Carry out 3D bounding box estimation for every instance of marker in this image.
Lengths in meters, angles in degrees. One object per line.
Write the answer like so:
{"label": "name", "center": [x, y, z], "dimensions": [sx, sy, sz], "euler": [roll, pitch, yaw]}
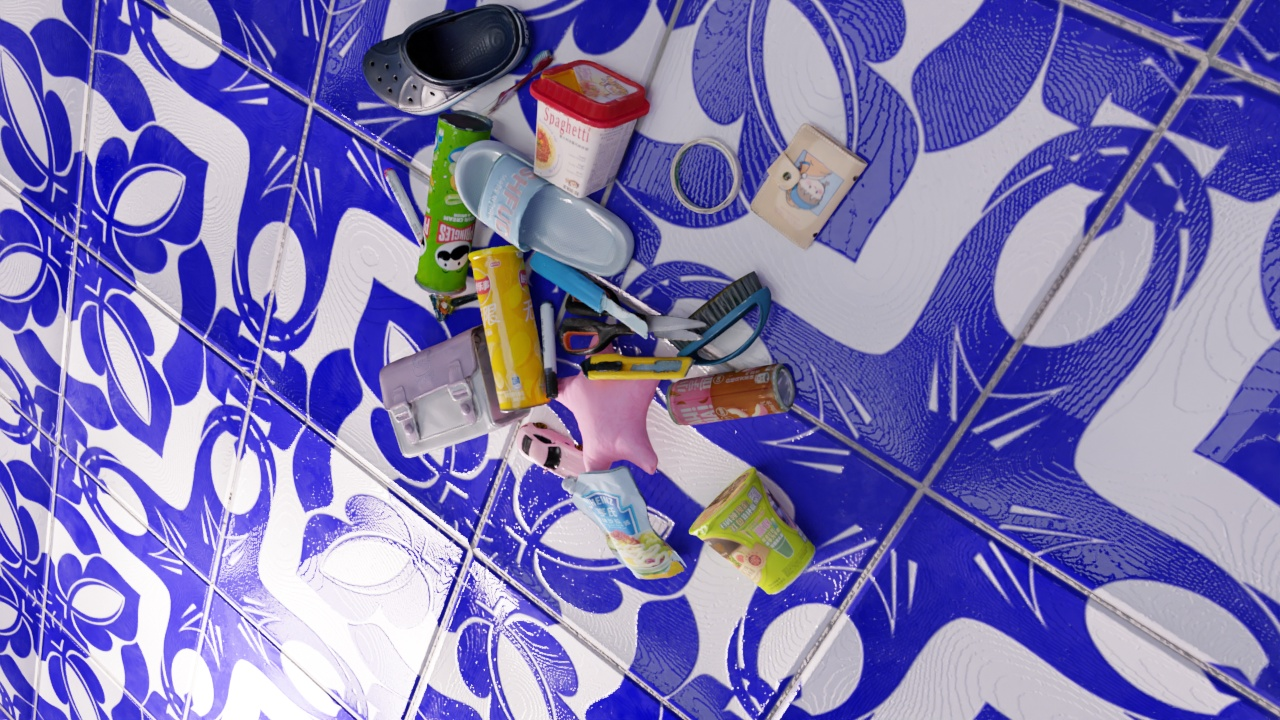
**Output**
{"label": "marker", "center": [-0.118, -0.015, 1.201], "dimensions": [0.023, 0.018, 0.130], "euler": [-19, 72, 52]}
{"label": "marker", "center": [-0.322, -0.203, 1.290], "dimensions": [0.017, 0.017, 0.145], "euler": [-26, 91, 33]}

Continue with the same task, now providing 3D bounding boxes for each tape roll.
{"label": "tape roll", "center": [0.075, -0.213, 1.057], "dimensions": [0.086, 0.013, 0.086], "euler": [9, 110, 28]}

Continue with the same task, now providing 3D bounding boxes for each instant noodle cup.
{"label": "instant noodle cup", "center": [0.140, 0.210, 1.099], "dimensions": [0.123, 0.111, 0.112], "euler": [45, 122, 3]}
{"label": "instant noodle cup", "center": [-0.066, -0.268, 1.071], "dimensions": [0.116, 0.116, 0.124], "euler": [31, 129, 19]}

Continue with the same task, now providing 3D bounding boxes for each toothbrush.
{"label": "toothbrush", "center": [-0.178, -0.336, 1.166], "dimensions": [0.188, 0.016, 0.017], "euler": [-28, 73, 34]}

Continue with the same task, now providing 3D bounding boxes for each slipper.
{"label": "slipper", "center": [-0.124, -0.176, 1.125], "dimensions": [0.245, 0.074, 0.104], "euler": [29, 118, 2]}
{"label": "slipper", "center": [-0.254, -0.377, 1.154], "dimensions": [0.253, 0.095, 0.105], "euler": [-7, 98, 28]}

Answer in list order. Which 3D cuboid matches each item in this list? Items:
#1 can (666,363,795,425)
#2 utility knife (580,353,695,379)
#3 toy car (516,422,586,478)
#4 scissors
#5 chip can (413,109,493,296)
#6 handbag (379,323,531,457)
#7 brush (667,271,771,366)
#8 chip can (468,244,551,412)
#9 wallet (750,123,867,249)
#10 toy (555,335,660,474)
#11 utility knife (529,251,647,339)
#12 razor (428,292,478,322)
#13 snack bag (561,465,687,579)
{"label": "can", "center": [0.106, 0.042, 1.090], "dimensions": [0.148, 0.057, 0.058], "euler": [-11, 99, 32]}
{"label": "utility knife", "center": [-0.007, 0.006, 1.104], "dimensions": [0.157, 0.015, 0.033], "euler": [-1, 73, 28]}
{"label": "toy car", "center": [-0.120, 0.128, 1.262], "dimensions": [0.122, 0.037, 0.056], "euler": [25, 117, 21]}
{"label": "scissors", "center": [-0.012, -0.060, 1.114], "dimensions": [0.235, 0.021, 0.152], "euler": [-20, 66, 34]}
{"label": "chip can", "center": [-0.247, -0.204, 1.204], "dimensions": [0.072, 0.072, 0.236], "euler": [28, 120, 21]}
{"label": "handbag", "center": [-0.269, 0.045, 1.293], "dimensions": [0.197, 0.098, 0.145], "euler": [-20, 89, 33]}
{"label": "brush", "center": [0.098, -0.039, 1.072], "dimensions": [0.144, 0.055, 0.073], "euler": [-38, 83, 32]}
{"label": "chip can", "center": [-0.171, -0.042, 1.206], "dimensions": [0.072, 0.071, 0.213], "euler": [-7, 95, 32]}
{"label": "wallet", "center": [0.179, -0.191, 0.999], "dimensions": [0.087, 0.024, 0.115], "euler": [38, 122, 9]}
{"label": "toy", "center": [-0.029, 0.061, 1.153], "dimensions": [0.179, 0.074, 0.194], "euler": [-42, 63, 33]}
{"label": "utility knife", "center": [-0.065, -0.084, 1.139], "dimensions": [0.225, 0.018, 0.034], "euler": [36, 113, 36]}
{"label": "razor", "center": [-0.241, -0.085, 1.276], "dimensions": [0.143, 0.022, 0.043], "euler": [-12, 101, 32]}
{"label": "snack bag", "center": [-0.021, 0.209, 1.182], "dimensions": [0.110, 0.038, 0.191], "euler": [-4, 129, 41]}
